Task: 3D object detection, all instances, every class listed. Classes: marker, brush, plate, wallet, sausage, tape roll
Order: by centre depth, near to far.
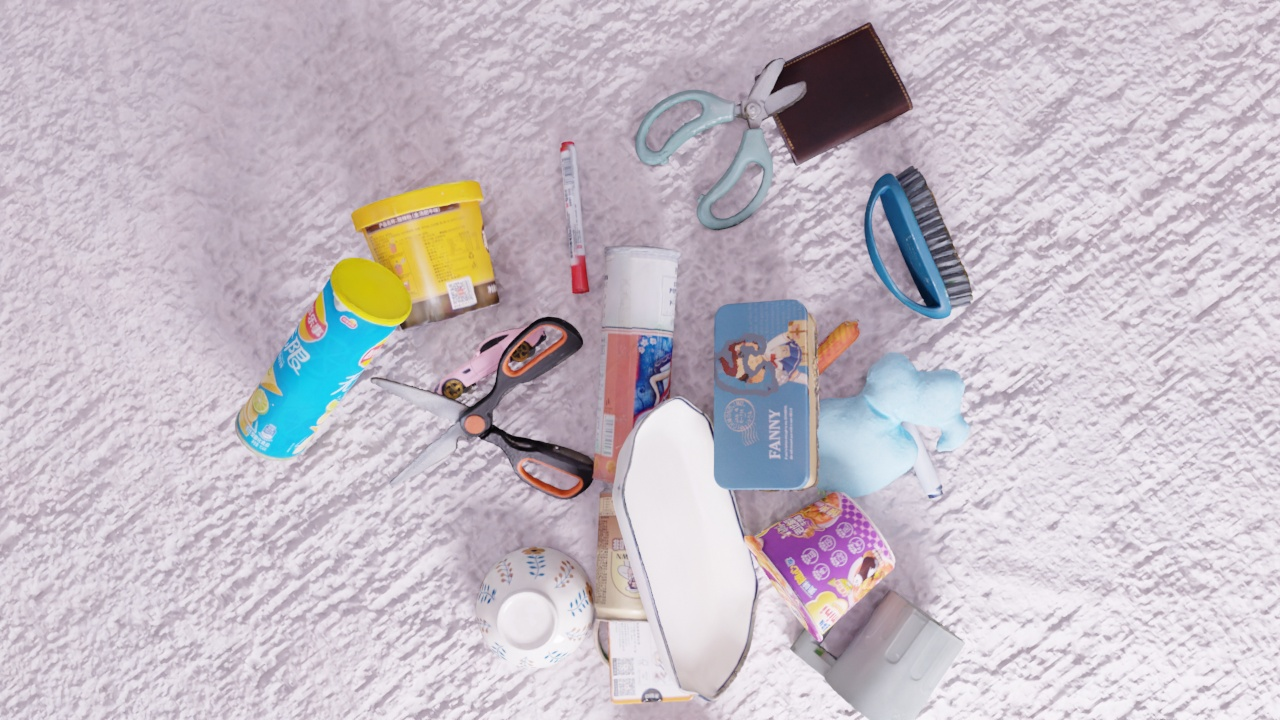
[{"bbox_3d":[0.037,0.164,0.804,0.034,0.161,0.266,-7,107,35],"label":"plate"},{"bbox_3d":[0.248,-0.103,0.845,0.073,0.055,0.144,-22,89,1],"label":"brush"},{"bbox_3d":[0.254,0.067,0.863,0.022,0.018,0.130,-23,88,-7],"label":"marker"},{"bbox_3d":[0.147,0.020,0.865,0.165,0.021,0.021,-44,88,1],"label":"sausage"},{"bbox_3d":[0.182,-0.253,0.867,0.122,0.020,0.096,-25,84,3],"label":"wallet"},{"bbox_3d":[-0.002,0.261,0.875,0.086,0.014,0.086,0,89,3],"label":"tape roll"},{"bbox_3d":[-0.063,-0.137,0.878,0.017,0.017,0.145,-5,89,2],"label":"marker"}]

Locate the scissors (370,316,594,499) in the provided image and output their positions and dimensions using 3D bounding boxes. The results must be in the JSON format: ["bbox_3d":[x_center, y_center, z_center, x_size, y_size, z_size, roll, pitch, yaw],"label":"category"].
[{"bbox_3d":[-0.131,0.055,0.845,0.234,0.021,0.221,-44,110,10],"label":"scissors"}]

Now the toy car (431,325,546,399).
[{"bbox_3d":[-0.144,0.000,0.862,0.122,0.056,0.037,-30,92,2],"label":"toy car"}]

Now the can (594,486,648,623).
[{"bbox_3d":[-0.010,0.173,0.819,0.058,0.058,0.116,2,78,2],"label":"can"}]

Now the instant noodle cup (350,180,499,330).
[{"bbox_3d":[-0.189,-0.094,0.838,0.118,0.118,0.114,-15,96,2],"label":"instant noodle cup"}]

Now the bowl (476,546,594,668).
[{"bbox_3d":[-0.102,0.235,0.857,0.113,0.062,0.113,0,89,4],"label":"bowl"}]

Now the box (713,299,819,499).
[{"bbox_3d":[0.113,0.039,0.823,0.090,0.062,0.184,-6,75,21],"label":"box"}]

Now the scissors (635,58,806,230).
[{"bbox_3d":[0.091,-0.199,0.864,0.177,0.019,0.172,-23,89,7],"label":"scissors"}]

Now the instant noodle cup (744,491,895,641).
[{"bbox_3d":[0.165,0.178,0.824,0.099,0.111,0.111,-34,88,-4],"label":"instant noodle cup"}]

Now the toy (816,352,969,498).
[{"bbox_3d":[0.212,0.066,0.844,0.161,0.049,0.156,19,102,10],"label":"toy"}]

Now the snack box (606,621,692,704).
[{"bbox_3d":[0.006,0.236,0.850,0.075,0.026,0.153,-3,78,0],"label":"snack box"}]

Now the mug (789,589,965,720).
[{"bbox_3d":[0.216,0.262,0.839,0.124,0.083,0.103,35,90,27],"label":"mug"}]

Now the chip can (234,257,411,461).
[{"bbox_3d":[-0.285,0.004,0.814,0.071,0.071,0.211,46,120,2],"label":"chip can"}]

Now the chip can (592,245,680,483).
[{"bbox_3d":[-0.005,0.005,0.848,0.071,0.071,0.214,4,90,2],"label":"chip can"}]
